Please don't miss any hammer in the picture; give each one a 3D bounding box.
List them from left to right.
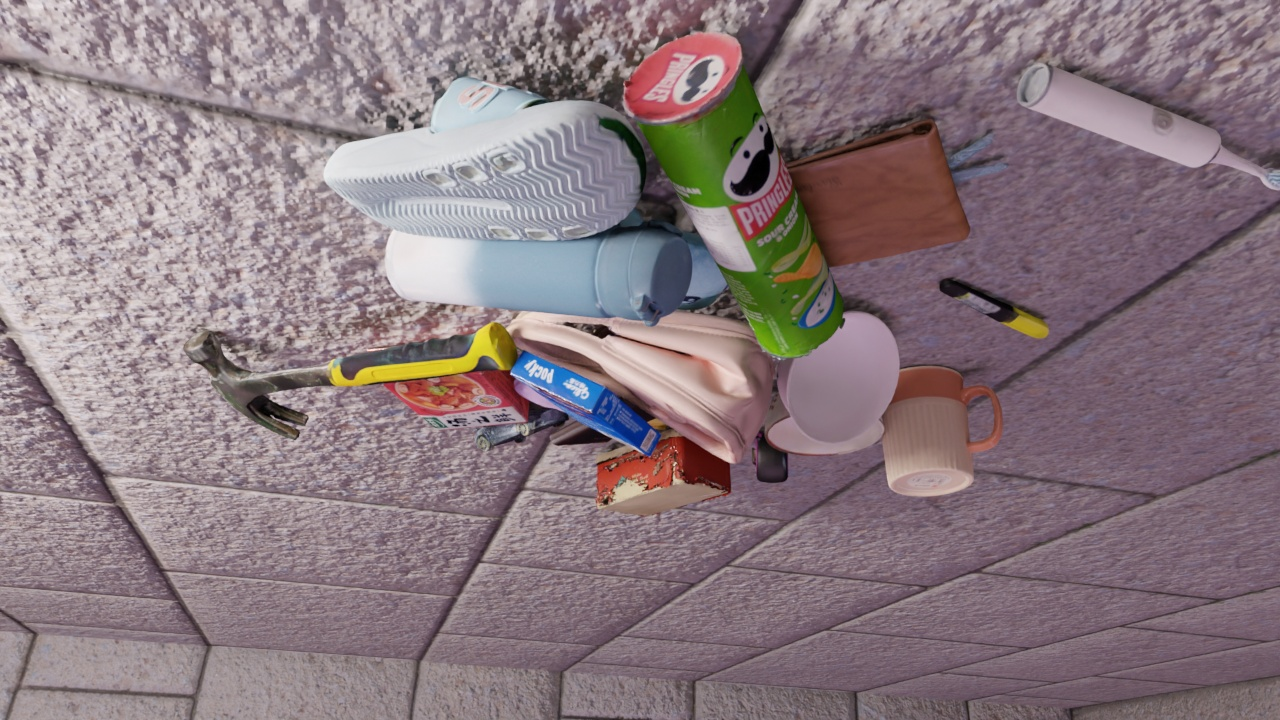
[{"bbox_3d":[-0.253,0.010,0.818,0.324,0.031,0.126,-7,131,24],"label":"hammer"}]

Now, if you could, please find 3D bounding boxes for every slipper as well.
[{"bbox_3d":[-0.099,-0.126,0.576,0.246,0.074,0.104,3,158,34],"label":"slipper"}]

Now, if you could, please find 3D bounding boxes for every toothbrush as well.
[{"bbox_3d":[0.329,-0.139,0.570,0.221,0.026,0.026,12,178,-19],"label":"toothbrush"}]

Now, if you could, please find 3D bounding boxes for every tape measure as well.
[{"bbox_3d":[0.145,0.109,1.026,0.039,0.057,0.058,-1,161,8],"label":"tape measure"}]

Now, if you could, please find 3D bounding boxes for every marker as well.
[{"bbox_3d":[0.298,-0.044,0.771,0.124,0.015,0.018,19,147,-25],"label":"marker"}]

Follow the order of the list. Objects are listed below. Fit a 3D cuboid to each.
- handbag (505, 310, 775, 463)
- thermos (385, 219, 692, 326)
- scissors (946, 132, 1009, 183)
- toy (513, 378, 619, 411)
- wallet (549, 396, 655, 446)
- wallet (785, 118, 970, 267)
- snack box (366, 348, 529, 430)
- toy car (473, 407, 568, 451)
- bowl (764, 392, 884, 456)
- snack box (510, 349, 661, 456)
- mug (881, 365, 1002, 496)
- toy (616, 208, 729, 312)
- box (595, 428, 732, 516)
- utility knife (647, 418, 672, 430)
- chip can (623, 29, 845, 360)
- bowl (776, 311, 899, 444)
[{"bbox_3d":[-0.005,0.005,0.787,0.234,0.093,0.193,18,170,12],"label":"handbag"},{"bbox_3d":[-0.072,-0.065,0.631,0.221,0.070,0.070,6,157,28],"label":"thermos"},{"bbox_3d":[0.178,-0.123,0.626,0.096,0.017,0.138,27,141,-28],"label":"scissors"},{"bbox_3d":[-0.073,0.028,0.899,0.084,0.039,0.108,-20,151,40],"label":"toy"},{"bbox_3d":[-0.019,0.059,0.941,0.123,0.020,0.096,-27,159,29],"label":"wallet"},{"bbox_3d":[0.154,-0.107,0.622,0.115,0.020,0.101,-13,140,27],"label":"wallet"},{"bbox_3d":[-0.187,0.026,0.897,0.127,0.044,0.113,-7,151,16],"label":"snack box"},{"bbox_3d":[-0.128,0.068,0.972,0.121,0.037,0.054,-20,174,43],"label":"toy car"},{"bbox_3d":[0.177,0.045,0.896,0.113,0.062,0.114,0,153,0],"label":"bowl"},{"bbox_3d":[-0.043,0.040,0.803,0.084,0.026,0.157,24,170,24],"label":"snack box"},{"bbox_3d":[0.289,0.066,0.883,0.115,0.105,0.081,-14,149,28],"label":"mug"},{"bbox_3d":[-0.002,-0.076,0.687,0.162,0.049,0.156,1,156,23],"label":"toy"},{"bbox_3d":[0.022,0.138,1.048,0.091,0.079,0.169,15,154,-33],"label":"box"},{"bbox_3d":[0.024,0.068,1.007,0.173,0.018,0.031,14,145,-13],"label":"utility knife"},{"bbox_3d":[0.069,-0.093,0.588,0.072,0.072,0.236,-11,142,22],"label":"chip can"},{"bbox_3d":[0.161,0.007,0.807,0.118,0.118,0.065,19,-173,-30],"label":"bowl"}]
